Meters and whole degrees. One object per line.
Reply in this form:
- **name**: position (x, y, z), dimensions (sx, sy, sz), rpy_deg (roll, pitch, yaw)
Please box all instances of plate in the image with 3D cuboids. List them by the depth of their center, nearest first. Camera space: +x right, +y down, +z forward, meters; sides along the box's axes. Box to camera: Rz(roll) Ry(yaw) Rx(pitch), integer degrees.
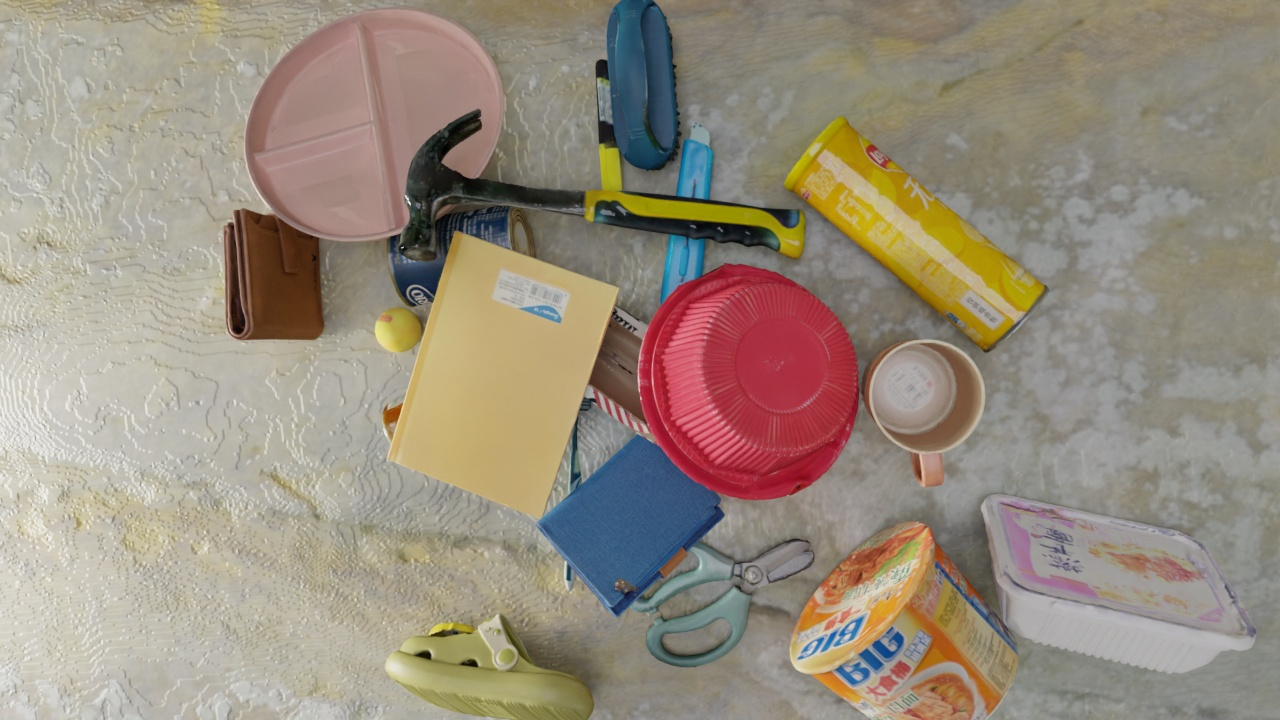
- **plate**: position (-0.226, -0.202, 0.789), dimensions (0.229, 0.028, 0.229), rpy_deg (-3, 71, 7)

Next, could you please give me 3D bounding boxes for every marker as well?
- **marker**: position (-0.028, -0.201, 0.798), dimensions (0.018, 0.015, 0.124), rpy_deg (-4, 88, 9)

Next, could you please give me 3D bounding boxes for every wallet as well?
- **wallet**: position (-0.005, 0.134, 0.774), dimensions (0.133, 0.040, 0.106), rpy_deg (-41, 85, -17)
- **wallet**: position (-0.312, -0.071, 0.789), dimensions (0.031, 0.131, 0.108), rpy_deg (-1, 91, 5)

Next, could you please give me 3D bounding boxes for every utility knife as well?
- **utility knife**: position (0.042, -0.124, 0.786), dimensions (0.034, 0.018, 0.159), rpy_deg (7, 92, 10)

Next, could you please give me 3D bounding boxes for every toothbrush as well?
- **toothbrush**: position (-0.055, 0.110, 0.812), dimensions (0.018, 0.016, 0.191), rpy_deg (3, 92, -1)

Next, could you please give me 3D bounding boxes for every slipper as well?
- **slipper**: position (-0.126, 0.268, 0.805), dimensions (0.191, 0.092, 0.081), rpy_deg (3, 53, 18)

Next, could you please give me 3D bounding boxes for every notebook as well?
- **notebook**: position (-0.116, 0.014, 0.757), dimensions (0.146, 0.010, 0.206), rpy_deg (20, 101, 5)

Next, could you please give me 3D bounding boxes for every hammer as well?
- **hammer**: position (-0.023, -0.126, 0.741), dimensions (0.323, 0.032, 0.126), rpy_deg (5, 75, -9)

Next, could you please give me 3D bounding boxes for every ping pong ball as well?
- **ping pong ball**: position (-0.216, -0.027, 0.820), dimensions (0.040, 0.040, 0.040), rpy_deg (0, 92, 9)

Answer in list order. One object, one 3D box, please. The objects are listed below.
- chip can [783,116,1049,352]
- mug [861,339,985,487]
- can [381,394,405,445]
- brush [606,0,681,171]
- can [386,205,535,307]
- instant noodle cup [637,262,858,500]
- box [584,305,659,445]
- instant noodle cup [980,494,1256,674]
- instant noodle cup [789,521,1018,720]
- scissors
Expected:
- **chip can**: position (0.217, -0.101, 0.731), dimensions (0.213, 0.072, 0.072), rpy_deg (41, 97, 6)
- **mug**: position (0.219, 0.040, 0.718), dimensions (0.082, 0.105, 0.114), rpy_deg (-9, 91, 9)
- **can**: position (-0.151, 0.033, 0.803), dimensions (0.147, 0.058, 0.058), rpy_deg (-27, 88, 9)
- **brush**: position (0.000, -0.231, 0.761), dimensions (0.055, 0.073, 0.144), rpy_deg (-4, 92, 14)
- **can**: position (-0.151, -0.091, 0.790), dimensions (0.111, 0.075, 0.075), rpy_deg (-8, 91, 9)
- **instant noodle cup**: position (0.097, 0.010, 0.718), dimensions (0.193, 0.066, 0.193), rpy_deg (3, 77, -14)
- **box**: position (-0.001, 0.000, 0.771), dimensions (0.163, 0.076, 0.088), rpy_deg (35, 118, 9)
- **instant noodle cup**: position (0.348, 0.174, 0.698), dimensions (0.173, 0.137, 0.060), rpy_deg (10, 115, 9)
- **instant noodle cup**: position (0.208, 0.217, 0.713), dimensions (0.111, 0.151, 0.151), rpy_deg (44, 98, -3)
- **scissors**: position (0.061, 0.179, 0.795), dimensions (0.185, 0.019, 0.130), rpy_deg (-45, 84, 7)
